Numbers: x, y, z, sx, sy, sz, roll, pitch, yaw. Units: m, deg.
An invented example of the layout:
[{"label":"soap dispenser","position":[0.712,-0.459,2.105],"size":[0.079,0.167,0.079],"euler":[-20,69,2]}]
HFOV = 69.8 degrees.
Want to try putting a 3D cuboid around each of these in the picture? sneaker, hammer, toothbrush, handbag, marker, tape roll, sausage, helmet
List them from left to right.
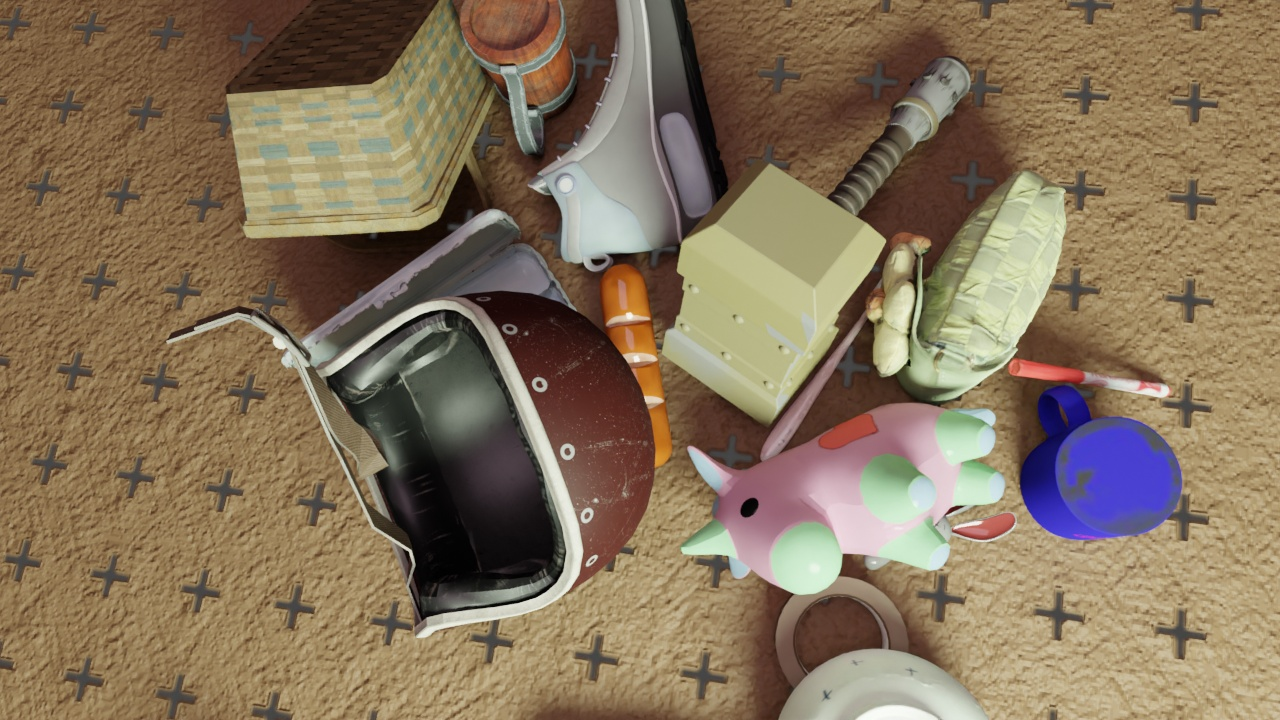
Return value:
[{"label":"helmet","position":[-0.119,0.060,0.625],"size":[0.253,0.234,0.233],"euler":[-22,86,-14]},{"label":"sneaker","position":[-0.026,-0.208,0.747],"size":[0.160,0.093,0.256],"euler":[-15,87,14]},{"label":"sausage","position":[-0.004,0.004,0.726],"size":[0.039,0.044,0.164],"euler":[-8,79,-6]},{"label":"toothbrush","position":[0.148,0.006,0.722],"size":[0.016,0.018,0.181],"euler":[35,85,16]},{"label":"tape roll","position":[0.145,0.205,0.670],"size":[0.094,0.030,0.093],"euler":[-2,77,7]},{"label":"hammer","position":[0.159,-0.125,0.691],"size":[0.101,0.191,0.324],"euler":[35,67,13]},{"label":"handbag","position":[0.235,-0.058,0.680],"size":[0.117,0.113,0.186],"euler":[29,79,15]},{"label":"marker","position":[0.330,0.014,0.669],"size":[0.142,0.013,0.012],"euler":[8,77,-18]}]

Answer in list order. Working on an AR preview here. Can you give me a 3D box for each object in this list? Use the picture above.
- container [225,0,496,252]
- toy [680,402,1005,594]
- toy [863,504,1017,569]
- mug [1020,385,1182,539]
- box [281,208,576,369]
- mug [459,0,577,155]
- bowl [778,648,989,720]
[{"label":"container","position":[-0.208,-0.169,0.734],"size":[0.157,0.187,0.249],"euler":[-2,39,7]},{"label":"toy","position":[0.148,0.088,0.659],"size":[0.221,0.171,0.120],"euler":[-34,116,-31]},{"label":"toy","position":[0.216,0.124,0.679],"size":[0.112,0.030,0.049],"euler":[-20,48,5]},{"label":"mug","position":[0.316,0.071,0.651],"size":[0.079,0.083,0.111],"euler":[-19,76,2]},{"label":"box","position":[-0.161,-0.016,0.732],"size":[0.211,0.130,0.105],"euler":[-35,84,5]},{"label":"mug","position":[-0.095,-0.238,0.758],"size":[0.081,0.111,0.117],"euler":[-1,77,7]},{"label":"bowl","position":[0.162,0.264,0.591],"size":[0.153,0.073,0.153],"euler":[-3,69,6]}]
